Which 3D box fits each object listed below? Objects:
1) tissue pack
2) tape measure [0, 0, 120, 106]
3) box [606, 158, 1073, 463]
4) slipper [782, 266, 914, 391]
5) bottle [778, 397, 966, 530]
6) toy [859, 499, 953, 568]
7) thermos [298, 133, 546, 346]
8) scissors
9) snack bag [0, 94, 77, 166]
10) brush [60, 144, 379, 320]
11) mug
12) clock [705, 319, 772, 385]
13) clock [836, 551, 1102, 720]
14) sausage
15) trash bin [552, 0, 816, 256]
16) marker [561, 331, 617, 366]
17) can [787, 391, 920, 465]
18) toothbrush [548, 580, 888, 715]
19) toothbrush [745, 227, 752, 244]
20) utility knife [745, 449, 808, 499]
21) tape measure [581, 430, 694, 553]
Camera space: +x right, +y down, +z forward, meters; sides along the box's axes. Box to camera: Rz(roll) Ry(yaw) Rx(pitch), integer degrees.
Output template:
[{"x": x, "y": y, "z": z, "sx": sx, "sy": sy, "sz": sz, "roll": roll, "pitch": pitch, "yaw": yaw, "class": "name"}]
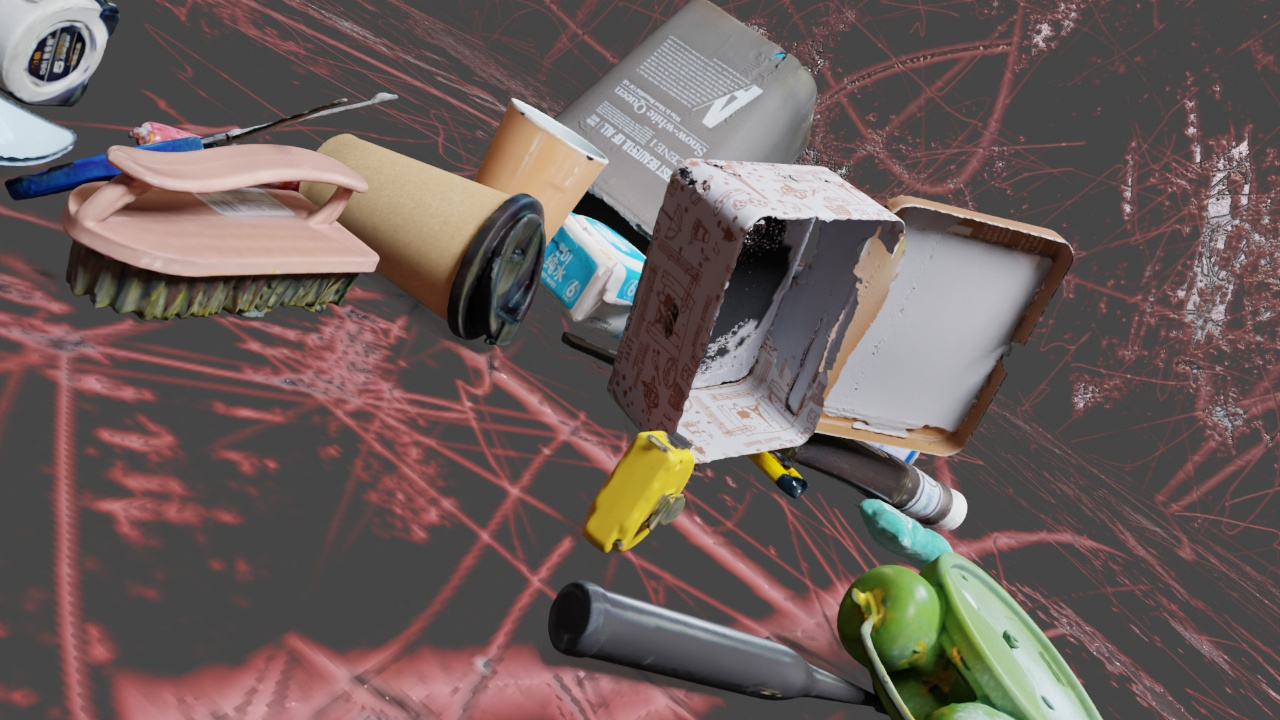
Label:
[{"x": -0.032, "y": -0.070, "z": 0.749, "sx": 0.090, "sy": 0.063, "sz": 0.140, "roll": 19, "pitch": 21, "yaw": -45, "class": "tissue pack"}, {"x": -0.309, "y": -0.166, "z": 0.470, "sx": 0.033, "sy": 0.066, "sz": 0.066, "roll": 36, "pitch": 14, "yaw": -1, "class": "tape measure"}, {"x": 0.127, "y": -0.024, "z": 0.593, "sx": 0.271, "sy": 0.178, "sz": 0.106, "roll": 3, "pitch": 34, "yaw": -23, "class": "box"}, {"x": 0.161, "y": -0.017, "z": 0.782, "sx": 0.083, "sy": 0.110, "sz": 0.268, "roll": 16, "pitch": -1, "yaw": -33, "class": "slipper"}, {"x": 0.182, "y": 0.088, "z": 0.730, "sx": 0.194, "sy": 0.044, "sz": 0.080, "roll": 27, "pitch": 3, "yaw": -25, "class": "bottle"}, {"x": 0.195, "y": 0.129, "z": 0.673, "sx": 0.092, "sy": 0.030, "sz": 0.096, "roll": 33, "pitch": 7, "yaw": -22, "class": "toy"}, {"x": -0.126, "y": -0.076, "z": 0.544, "sx": 0.143, "sy": 0.093, "sz": 0.093, "roll": 27, "pitch": 14, "yaw": 10, "class": "thermos"}, {"x": -0.201, "y": -0.101, "z": 0.428, "sx": 0.175, "sy": 0.012, "sz": 0.163, "roll": -26, "pitch": 18, "yaw": -32, "class": "scissors"}, {"x": -0.342, "y": -0.137, "z": 0.370, "sx": 0.191, "sy": 0.039, "sz": 0.110, "roll": 36, "pitch": 10, "yaw": 4, "class": "snack bag"}, {"x": -0.179, "y": -0.059, "z": 0.398, "sx": 0.063, "sy": 0.073, "sz": 0.145, "roll": 38, "pitch": 17, "yaw": 13, "class": "brush"}, {"x": -0.088, "y": -0.110, "z": 0.644, "sx": 0.078, "sy": 0.123, "sz": 0.078, "roll": 32, "pitch": 16, "yaw": -10, "class": "mug"}, {"x": 0.076, "y": -0.024, "z": 0.744, "sx": 0.082, "sy": 0.055, "sz": 0.121, "roll": 12, "pitch": 28, "yaw": 0, "class": "clock"}, {"x": 0.148, "y": 0.148, "z": 0.415, "sx": 0.161, "sy": 0.056, "sz": 0.116, "roll": 25, "pitch": 28, "yaw": -45, "class": "clock"}, {"x": -0.236, "y": -0.118, "z": 0.562, "sx": 0.020, "sy": 0.020, "sz": 0.155, "roll": 41, "pitch": 17, "yaw": 27, "class": "sausage"}, {"x": 0.036, "y": -0.194, "z": 0.868, "sx": 0.199, "sy": 0.219, "sz": 0.199, "roll": 39, "pitch": -7, "yaw": 14, "class": "trash bin"}, {"x": -0.004, "y": 0.004, "z": 0.671, "sx": 0.124, "sy": 0.015, "sz": 0.018, "roll": 24, "pitch": 15, "yaw": -28, "class": "marker"}, {"x": 0.191, "y": 0.054, "z": 0.845, "sx": 0.134, "sy": 0.053, "sz": 0.053, "roll": 36, "pitch": 15, "yaw": 9, "class": "can"}, {"x": 0.052, "y": 0.127, "z": 0.382, "sx": 0.212, "sy": 0.026, "sz": 0.027, "roll": 26, "pitch": 35, "yaw": -36, "class": "toothbrush"}, {"x": 0.074, "y": -0.058, "z": 0.816, "sx": 0.016, "sy": 0.016, "sz": 0.179, "roll": 27, "pitch": 55, "yaw": -1, "class": "toothbrush"}, {"x": 0.075, "y": 0.052, "z": 0.683, "sx": 0.033, "sy": 0.015, "sz": 0.154, "roll": 22, "pitch": 18, "yaw": -44, "class": "utility knife"}, {"x": 0.003, "y": 0.062, "z": 0.423, "sx": 0.029, "sy": 0.060, "sz": 0.057, "roll": 37, "pitch": 10, "yaw": 17, "class": "tape measure"}]
